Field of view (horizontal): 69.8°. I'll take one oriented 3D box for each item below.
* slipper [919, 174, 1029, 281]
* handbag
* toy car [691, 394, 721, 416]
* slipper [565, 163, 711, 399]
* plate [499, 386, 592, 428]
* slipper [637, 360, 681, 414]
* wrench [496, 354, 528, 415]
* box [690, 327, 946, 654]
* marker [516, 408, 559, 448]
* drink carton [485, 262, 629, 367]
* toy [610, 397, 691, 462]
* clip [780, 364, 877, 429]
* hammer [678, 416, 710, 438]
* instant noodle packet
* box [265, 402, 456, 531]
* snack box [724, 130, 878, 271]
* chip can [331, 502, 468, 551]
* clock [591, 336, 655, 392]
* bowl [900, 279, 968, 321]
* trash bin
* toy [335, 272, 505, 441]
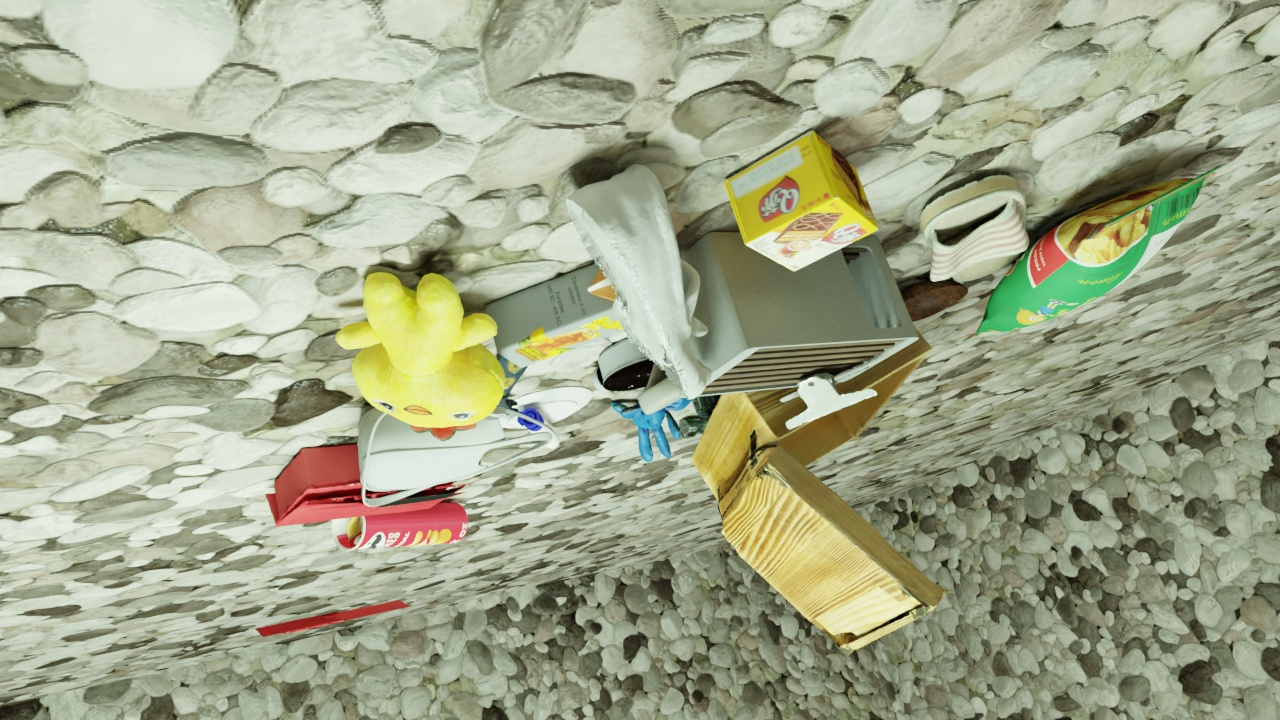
[{"bbox_3d":[0.358,-0.122,0.974,0.115,0.052,0.262,-25,161,19],"label":"slipper"},{"bbox_3d":[-0.202,0.098,1.036,0.222,0.095,0.216,-3,160,-19],"label":"handbag"},{"bbox_3d":[0.130,0.042,1.263,0.120,0.056,0.043,-17,168,10],"label":"toy car"},{"bbox_3d":[0.012,-0.056,0.739,0.074,0.112,0.247,-26,139,-2],"label":"slipper"},{"bbox_3d":[-0.125,0.065,1.167,0.134,0.011,0.135,-15,162,-5],"label":"plate"},{"bbox_3d":[0.090,-0.028,1.003,0.265,0.080,0.113,-26,176,-33],"label":"slipper"},{"bbox_3d":[-0.155,0.026,1.009,0.073,0.022,0.274,-3,159,-21],"label":"wrench"},{"bbox_3d":[0.234,0.163,1.096,0.285,0.334,0.280,-26,161,-18],"label":"box"},{"bbox_3d":[-0.128,0.088,1.171,0.027,0.023,0.133,4,163,7],"label":"marker"},{"bbox_3d":[-0.069,-0.042,0.839,0.125,0.048,0.076,-20,162,9],"label":"drink carton"},{"bbox_3d":[0.022,0.076,1.245,0.112,0.071,0.177,-17,152,-8],"label":"toy"},{"bbox_3d":[0.186,0.031,0.945,0.102,0.052,0.057,-26,-171,25],"label":"clip"},{"bbox_3d":[0.184,0.041,1.340,0.130,0.032,0.320,-5,158,-30],"label":"hammer"},{"bbox_3d":[0.500,-0.114,1.036,0.195,0.090,0.253,-24,163,-25],"label":"instant noodle packet"},{"bbox_3d":[-0.355,0.120,1.175,0.213,0.153,0.165,-1,159,-37],"label":"box"},{"bbox_3d":[0.133,-0.126,0.748,0.084,0.061,0.105,-26,160,27],"label":"snack box"},{"bbox_3d":[-0.366,0.254,1.421,0.069,0.069,0.220,-26,160,27],"label":"chip can"},{"bbox_3d":[-0.006,0.006,1.061,0.094,0.035,0.123,-5,159,-33],"label":"clock"},{"bbox_3d":[0.347,-0.078,1.134,0.114,0.026,0.102,-3,157,-37],"label":"bowl"},{"bbox_3d":[0.141,-0.046,0.907,0.228,0.114,0.115,-4,158,-34],"label":"trash bin"},{"bbox_3d":[-0.184,-0.005,0.791,0.134,0.092,0.208,4,152,0],"label":"toy"}]
